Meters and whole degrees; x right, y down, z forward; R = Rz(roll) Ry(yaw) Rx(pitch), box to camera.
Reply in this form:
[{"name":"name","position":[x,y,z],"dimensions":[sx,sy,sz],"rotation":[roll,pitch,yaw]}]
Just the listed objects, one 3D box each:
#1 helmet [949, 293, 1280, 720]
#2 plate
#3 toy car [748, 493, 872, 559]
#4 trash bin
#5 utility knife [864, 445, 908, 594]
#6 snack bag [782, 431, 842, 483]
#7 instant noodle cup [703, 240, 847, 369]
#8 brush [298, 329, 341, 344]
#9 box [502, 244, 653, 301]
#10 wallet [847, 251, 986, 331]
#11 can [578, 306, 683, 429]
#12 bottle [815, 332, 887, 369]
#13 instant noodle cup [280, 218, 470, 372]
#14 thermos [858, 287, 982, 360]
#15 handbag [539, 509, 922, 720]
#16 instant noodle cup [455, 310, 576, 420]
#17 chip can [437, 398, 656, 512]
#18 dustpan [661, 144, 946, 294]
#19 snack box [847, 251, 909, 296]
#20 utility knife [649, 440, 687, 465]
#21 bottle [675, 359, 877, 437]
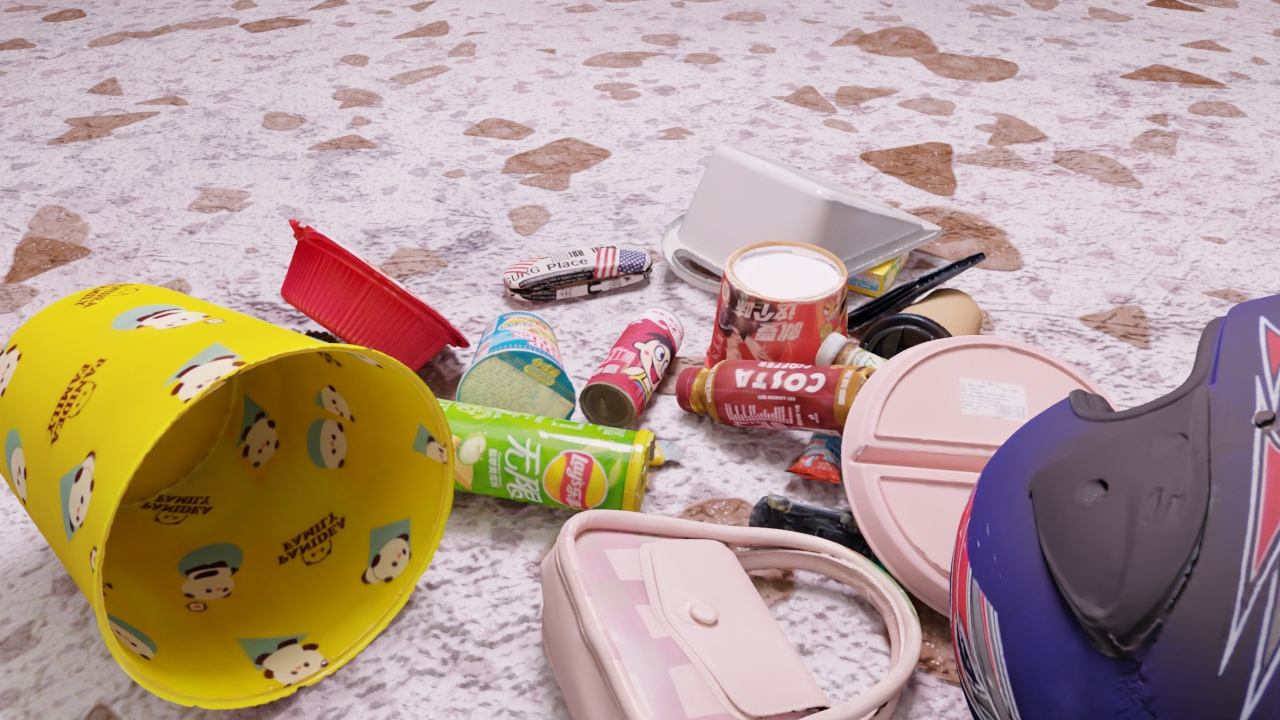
[{"name":"helmet","position":[0.294,0.116,0.488],"dimensions":[0.241,0.247,0.314],"rotation":[-13,45,40]},{"name":"plate","position":[0.259,0.079,0.653],"dimensions":[0.229,0.028,0.229],"rotation":[2,62,-4]},{"name":"toy car","position":[0.125,0.124,0.669],"dimensions":[0.090,0.043,0.034],"rotation":[11,10,11]},{"name":"trash bin","position":[-0.296,0.066,0.619],"dimensions":[0.255,0.230,0.228],"rotation":[20,40,36]},{"name":"utility knife","position":[0.188,0.103,0.719],"dimensions":[0.029,0.013,0.217],"rotation":[3,35,6]},{"name":"snack bag","position":[0.154,0.069,0.755],"dimensions":[0.048,0.026,0.103],"rotation":[12,38,27]},{"name":"instant noodle cup","position":[0.127,-0.037,0.835],"dimensions":[0.138,0.109,0.137],"rotation":[-1,36,1]},{"name":"brush","position":[-0.266,0.027,0.788],"dimensions":[0.063,0.073,0.146],"rotation":[-25,38,-30]},{"name":"box","position":[-0.066,-0.093,0.983],"dimensions":[0.164,0.051,0.068],"rotation":[-11,47,-12]},{"name":"wallet","position":[0.261,-0.067,0.885],"dimensions":[0.097,0.121,0.019],"rotation":[-23,83,-27]},{"name":"can","position":[-0.005,0.005,0.826],"dimensions":[0.053,0.053,0.132],"rotation":[12,38,18]},{"name":"bottle","position":[0.237,0.039,0.739],"dimensions":[0.206,0.060,0.059],"rotation":[31,46,22]},{"name":"instant noodle cup","position":[-0.250,-0.045,0.826],"dimensions":[0.194,0.194,0.065],"rotation":[28,77,34]},{"name":"thermos","position":[0.257,-0.014,0.825],"dimensions":[0.093,0.093,0.142],"rotation":[20,32,27]},{"name":"handbag","position":[0.065,0.175,0.577],"dimensions":[0.233,0.093,0.193],"rotation":[-6,35,-21]},{"name":"instant noodle cup","position":[-0.107,0.010,0.796],"dimensions":[0.099,0.099,0.109],"rotation":[-4,29,-4]},{"name":"chip can","position":[-0.103,0.072,0.707],"dimensions":[0.221,0.073,0.072],"rotation":[9,37,7]},{"name":"dustpan","position":[0.156,-0.137,1.004],"dimensions":[0.257,0.143,0.223],"rotation":[5,23,-46]},{"name":"snack box","position":[0.215,-0.118,1.013],"dimensions":[0.140,0.034,0.086],"rotation":[21,42,25]},{"name":"utility knife","position":[-0.047,0.079,0.756],"dimensions":[0.171,0.015,0.033],"rotation":[-2,56,-2]},{"name":"bottle","position":[0.111,0.029,0.760],"dimensions":[0.175,0.057,0.057],"rotation":[3,32,36]}]
